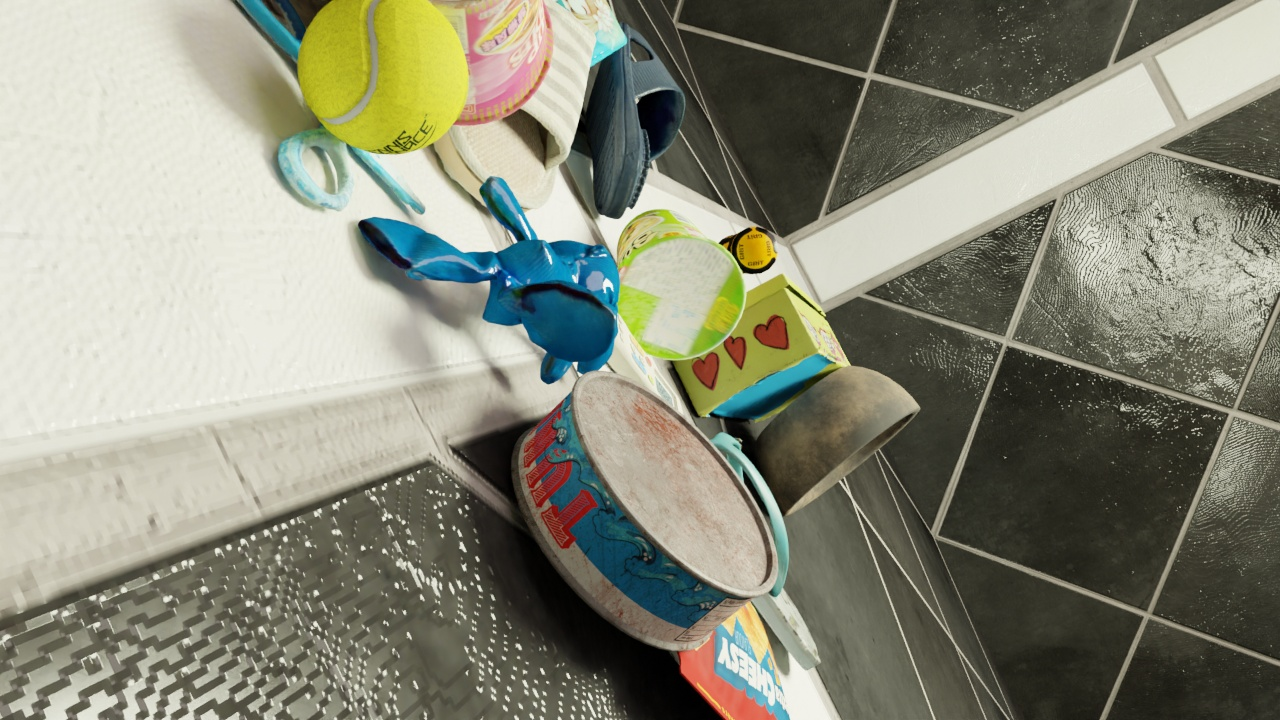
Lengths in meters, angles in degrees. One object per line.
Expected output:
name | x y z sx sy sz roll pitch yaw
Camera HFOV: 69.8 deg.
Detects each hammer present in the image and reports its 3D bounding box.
hammer | 0.074 -0.090 0.833 0.123 0.036 0.320 51 -1 -7

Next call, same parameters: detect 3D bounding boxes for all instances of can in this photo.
can | 0.004 0.067 0.431 0.130 0.044 0.129 39 20 -18

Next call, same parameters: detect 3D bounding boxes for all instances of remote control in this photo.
remote control | -0.004 0.004 0.633 0.125 0.018 0.038 53 18 -35

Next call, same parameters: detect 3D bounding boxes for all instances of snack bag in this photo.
snack bag | 0.042 0.149 0.493 0.131 0.039 0.144 53 12 -27

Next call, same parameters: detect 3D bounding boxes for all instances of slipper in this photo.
slipper | 0.069 0.106 0.620 0.269 0.055 0.098 56 4 -32
slipper | -0.078 -0.218 0.561 0.114 0.054 0.272 22 58 -46
slipper | 0.001 -0.218 0.826 0.082 0.101 0.263 9 43 -13

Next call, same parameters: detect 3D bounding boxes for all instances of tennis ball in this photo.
tennis ball | -0.104 -0.117 0.372 0.065 0.065 0.065 55 17 -27

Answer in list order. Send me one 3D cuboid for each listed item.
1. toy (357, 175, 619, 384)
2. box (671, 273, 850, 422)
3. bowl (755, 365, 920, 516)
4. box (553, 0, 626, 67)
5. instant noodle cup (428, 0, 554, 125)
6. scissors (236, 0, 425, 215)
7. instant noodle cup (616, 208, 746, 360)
toy | -0.043 -0.030 0.446 0.113 0.071 0.176 40 6 18
box | 0.115 -0.005 0.843 0.082 0.125 0.220 65 18 15
bowl | 0.175 0.069 0.857 0.070 0.162 0.162 52 12 17
box | -0.099 -0.348 0.763 0.227 0.086 0.169 58 8 -17
instant noodle cup | -0.087 -0.177 0.437 0.097 0.097 0.109 63 -9 0
scissors | -0.139 -0.116 0.400 0.139 0.011 0.133 56 19 -20
instant noodle cup | 0.022 -0.067 0.707 0.099 0.099 0.107 55 10 -26
